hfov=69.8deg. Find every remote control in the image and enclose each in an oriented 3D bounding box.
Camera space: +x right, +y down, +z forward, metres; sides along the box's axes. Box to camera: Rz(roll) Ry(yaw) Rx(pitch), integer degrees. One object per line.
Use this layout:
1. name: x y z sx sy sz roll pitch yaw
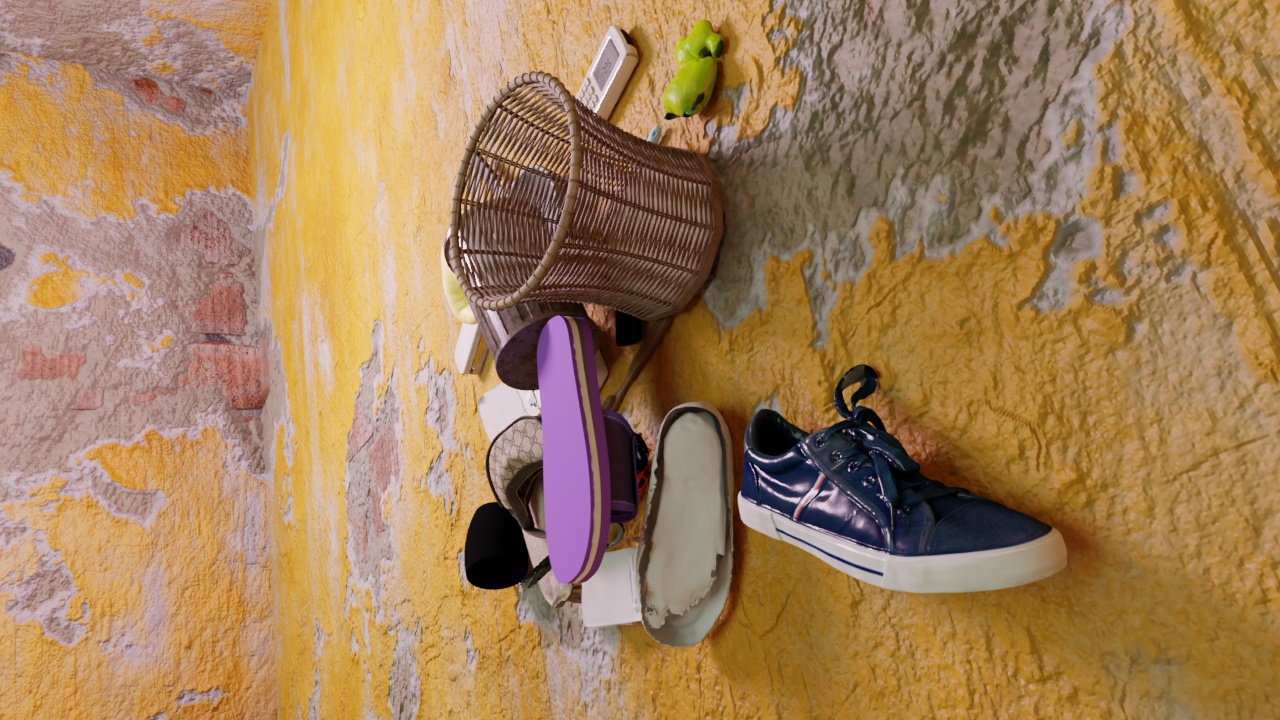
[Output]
1. remote control: -0.011 -0.092 1.043 0.041 0.020 0.152 -7 81 58
2. remote control: -0.045 -0.330 1.105 0.139 0.025 0.060 -55 45 40

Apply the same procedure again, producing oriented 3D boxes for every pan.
1. pan: -0.171 -0.215 1.279 0.357 0.041 0.179 50 129 46

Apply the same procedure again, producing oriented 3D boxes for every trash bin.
1. trash bin: -0.142 -0.084 1.066 0.131 0.130 0.211 -59 46 37

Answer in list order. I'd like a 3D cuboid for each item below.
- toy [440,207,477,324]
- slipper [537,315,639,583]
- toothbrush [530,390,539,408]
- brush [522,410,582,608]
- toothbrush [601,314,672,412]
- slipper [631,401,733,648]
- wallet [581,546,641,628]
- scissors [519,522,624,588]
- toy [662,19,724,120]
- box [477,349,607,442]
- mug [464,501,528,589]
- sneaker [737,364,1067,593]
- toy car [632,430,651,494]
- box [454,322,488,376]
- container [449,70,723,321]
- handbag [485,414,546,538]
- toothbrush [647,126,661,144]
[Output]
1. toy: -0.244 -0.140 1.306 0.155 0.064 0.171 49 133 46
2. slipper: -0.042 0.086 0.928 0.107 0.084 0.266 -35 56 54
3. toothbrush: -0.149 0.083 1.249 0.014 0.016 0.167 27 110 58
4. brush: -0.115 0.179 1.151 0.083 0.056 0.271 -51 48 40
5. toothbrush: -0.006 0.006 1.032 0.167 0.016 0.016 -57 42 37
6. slipper: 0.043 0.159 0.893 0.112 0.074 0.247 8 98 26
7. wallet: -0.021 0.253 1.022 0.116 0.032 0.086 -19 68 46
8. scissors: -0.079 0.220 1.045 0.012 0.132 0.170 -79 -2 -56
9. toy: 0.053 -0.295 0.942 0.094 0.036 0.093 -33 55 44
10. box: -0.119 0.031 1.151 0.191 0.083 0.110 -44 49 26
11. mug: -0.197 0.260 1.268 0.119 0.085 0.100 82 176 -46
12. sneaker: 0.173 0.080 0.669 0.295 0.120 0.127 11 110 60
13. toy car: -0.017 0.121 1.009 0.051 0.048 0.100 60 136 40
14. box: -0.239 -0.072 1.389 0.064 0.033 0.210 56 132 45
15. container: -0.052 -0.148 0.924 0.227 0.195 0.226 -14 72 49
16. handbag: -0.112 0.135 1.069 0.167 0.063 0.138 -37 70 42
17. toothbrush: -0.009 -0.199 1.049 0.022 0.016 0.155 37 125 14
